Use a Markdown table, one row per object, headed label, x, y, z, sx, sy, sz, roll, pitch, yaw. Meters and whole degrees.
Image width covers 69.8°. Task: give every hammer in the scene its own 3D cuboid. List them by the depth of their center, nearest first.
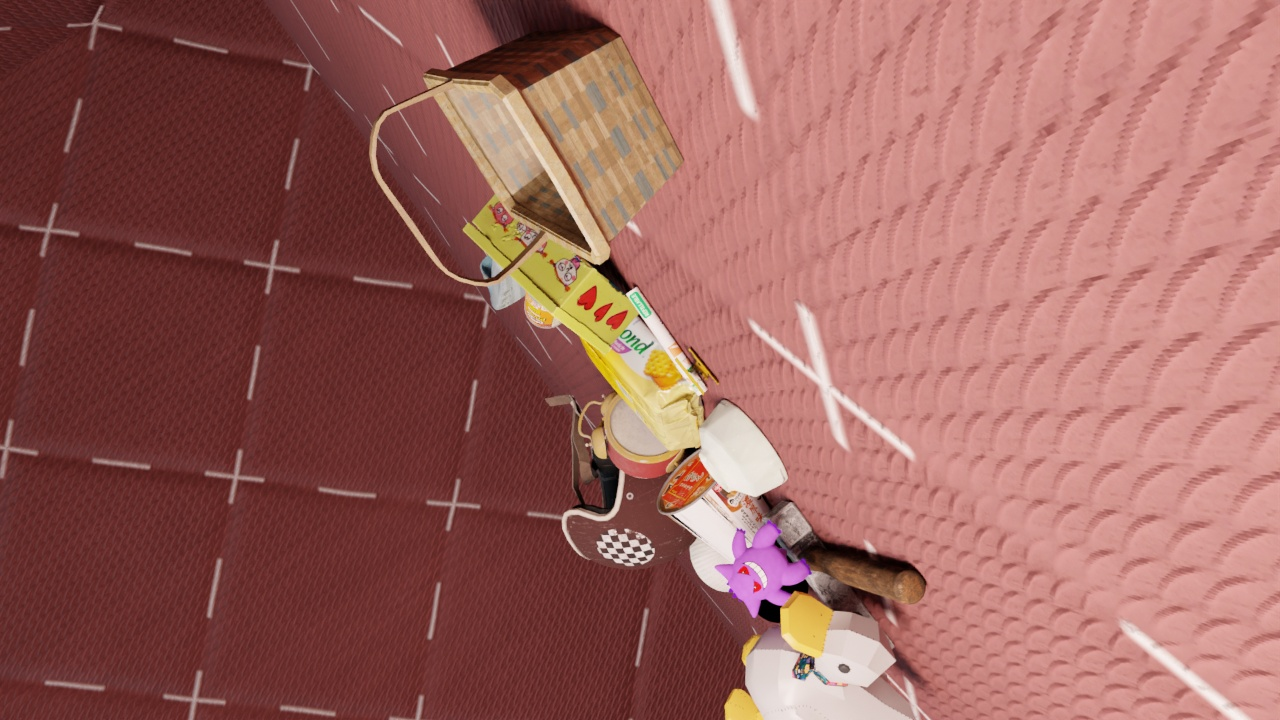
| label | x | y | z | sx | sy | sz | roll | pitch | yaw |
| --- | --- | --- | --- | --- | --- | --- | --- | --- | --- |
| hammer | 0.243 | 0.250 | 0.962 | 0.217 | 0.037 | 0.301 | 53 | 170 | 0 |

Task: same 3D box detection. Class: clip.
| label | x | y | z | sx | sy | sz | roll | pitch | yaw |
| --- | --- | --- | --- | --- | --- | --- | --- | --- | --- |
| clip | 0.066 | 0.013 | 1.028 | 0.054 | 0.044 | 0.049 | 50 | -154 | 13 |

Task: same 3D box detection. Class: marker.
| label | x | y | z | sx | sy | sz | roll | pitch | yaw |
| --- | --- | --- | --- | --- | --- | --- | --- | --- | --- |
| marker | 0.031 | -0.022 | 1.063 | 0.145 | 0.017 | 0.017 | 55 | 171 | -7 |

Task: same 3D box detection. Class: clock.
| label | x | y | z | sx | sy | sz | roll | pitch | yaw |
| --- | --- | --- | --- | --- | --- | --- | --- | --- | --- |
| clock | -0.008 | 0.100 | 1.278 | 0.159 | 0.116 | 0.081 | 14 | 150 | 6 |

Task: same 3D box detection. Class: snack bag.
| label | x | y | z | sx | sy | sz | roll | pitch | yaw |
| --- | --- | --- | --- | --- | --- | --- | --- | --- | --- |
| snack bag | -0.007 | 0.007 | 1.196 | 0.247 | 0.068 | 0.160 | 49 | 170 | 27 |

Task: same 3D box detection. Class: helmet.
| label | x | y | z | sx | sy | sz | roll | pitch | yaw |
| --- | --- | --- | --- | --- | --- | --- | --- | --- | --- |
| helmet | -0.021 | 0.196 | 1.408 | 0.232 | 0.254 | 0.234 | -69 | -34 | -57 |

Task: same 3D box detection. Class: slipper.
| label | x | y | z | sx | sy | sz | roll | pitch | yaw |
| --- | --- | --- | --- | --- | --- | --- | --- | --- | --- |
| slipper | -0.210 | -0.159 | 1.495 | 0.074 | 0.104 | 0.246 | 54 | 164 | 8 |

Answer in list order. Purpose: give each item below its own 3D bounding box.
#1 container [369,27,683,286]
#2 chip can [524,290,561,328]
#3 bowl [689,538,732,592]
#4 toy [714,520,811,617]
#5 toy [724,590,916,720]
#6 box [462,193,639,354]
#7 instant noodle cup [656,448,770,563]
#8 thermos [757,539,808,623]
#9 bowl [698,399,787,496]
| label | x | y | z | sx | sy | sz | roll | pitch | yaw |
| --- | --- | --- | --- | --- | --- | --- | --- | --- | --- |
| container | -0.105 | -0.159 | 0.721 | 0.157 | 0.186 | 0.250 | 59 | 169 | -28 |
| chip can | -0.144 | -0.102 | 1.437 | 0.075 | 0.075 | 0.215 | 53 | 170 | 1 |
| bowl | 0.141 | 0.292 | 1.418 | 0.118 | 0.117 | 0.062 | 53 | 142 | 4 |
| toy | 0.137 | 0.239 | 1.045 | 0.106 | 0.088 | 0.056 | 51 | 175 | 14 |
| toy | 0.203 | 0.350 | 1.013 | 0.246 | 0.140 | 0.268 | 34 | 144 | -12 |
| box | -0.108 | -0.111 | 1.119 | 0.221 | 0.082 | 0.124 | 46 | -174 | 36 |
| instant noodle cup | 0.107 | 0.192 | 1.194 | 0.122 | 0.123 | 0.124 | 46 | 173 | -15 |
| thermos | 0.190 | 0.311 | 1.274 | 0.086 | 0.086 | 0.199 | 49 | 169 | 26 |
| bowl | 0.106 | 0.109 | 1.038 | 0.117 | 0.061 | 0.117 | 50 | 170 | 12 |
